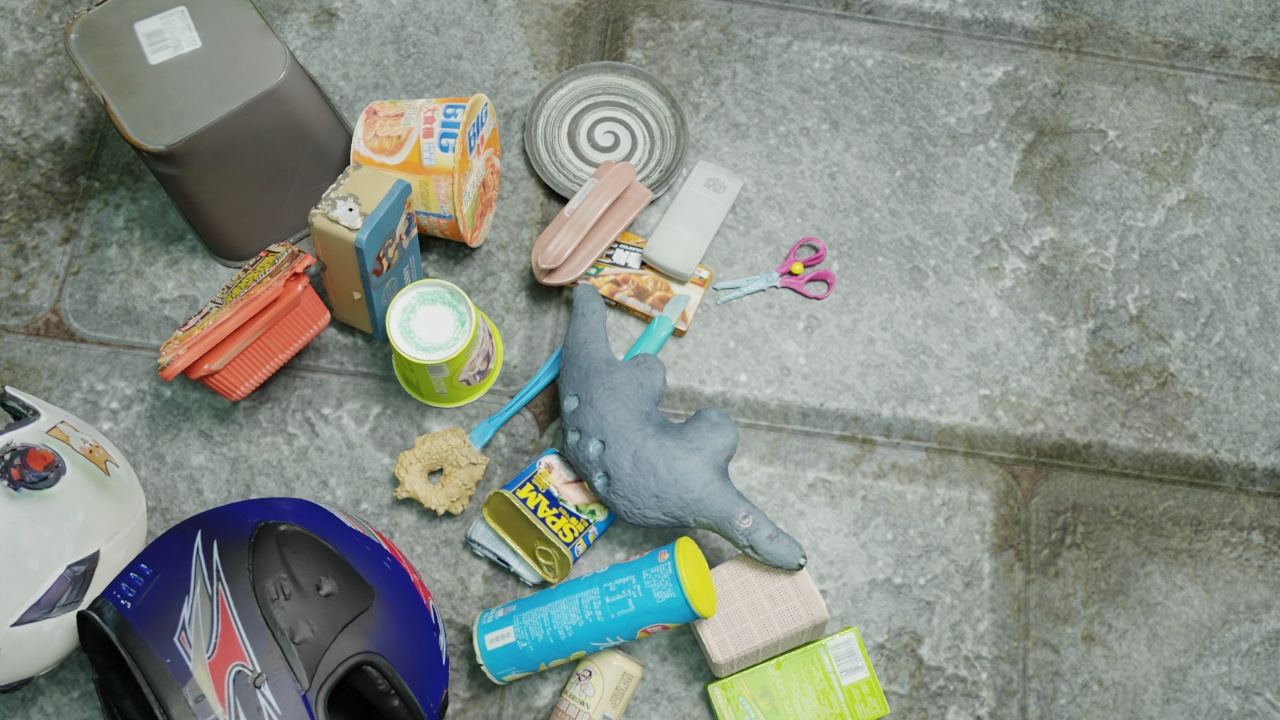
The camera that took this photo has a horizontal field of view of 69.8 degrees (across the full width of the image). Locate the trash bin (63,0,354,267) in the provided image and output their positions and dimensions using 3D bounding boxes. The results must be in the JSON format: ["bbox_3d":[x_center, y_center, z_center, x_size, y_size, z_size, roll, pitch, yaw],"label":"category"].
[{"bbox_3d":[-0.396,-0.237,0.871,0.199,0.220,0.198,-35,80,-11],"label":"trash bin"}]

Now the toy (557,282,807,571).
[{"bbox_3d":[0.005,0.075,0.853,0.137,0.091,0.356,-35,66,-17],"label":"toy"}]

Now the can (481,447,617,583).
[{"bbox_3d":[-0.083,0.142,0.862,0.102,0.057,0.083,43,45,6],"label":"can"}]

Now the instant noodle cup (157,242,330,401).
[{"bbox_3d":[-0.364,-0.034,0.860,0.164,0.189,0.079,-43,114,-12],"label":"instant noodle cup"}]

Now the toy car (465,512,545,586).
[{"bbox_3d":[-0.123,0.180,0.878,0.090,0.034,0.042,31,72,3],"label":"toy car"}]

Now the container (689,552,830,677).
[{"bbox_3d":[0.102,0.229,0.846,0.111,0.090,0.090,-24,61,-7],"label":"container"}]

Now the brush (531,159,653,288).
[{"bbox_3d":[-0.055,-0.134,0.916,0.063,0.073,0.145,39,76,6],"label":"brush"}]

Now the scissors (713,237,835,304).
[{"bbox_3d":[0.143,-0.078,0.976,0.137,0.017,0.073,-23,88,-5],"label":"scissors"}]

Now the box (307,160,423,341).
[{"bbox_3d":[-0.256,-0.096,0.871,0.061,0.185,0.089,22,60,7],"label":"box"}]

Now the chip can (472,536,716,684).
[{"bbox_3d":[-0.042,0.223,0.811,0.210,0.071,0.071,-23,77,17],"label":"chip can"}]

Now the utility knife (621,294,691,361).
[{"bbox_3d":[-0.006,0.005,0.929,0.029,0.013,0.182,36,87,7],"label":"utility knife"}]

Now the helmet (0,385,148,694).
[{"bbox_3d":[-0.503,0.163,0.758,0.156,0.274,0.230,28,103,-31],"label":"helmet"}]

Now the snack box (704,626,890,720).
[{"bbox_3d":[0.147,0.319,0.865,0.156,0.026,0.085,-19,78,-9],"label":"snack box"}]

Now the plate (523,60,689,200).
[{"bbox_3d":[-0.036,-0.242,1.000,0.179,0.024,0.179,1,74,-3],"label":"plate"}]

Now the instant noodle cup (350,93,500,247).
[{"bbox_3d":[-0.213,-0.192,0.916,0.111,0.151,0.151,6,75,6],"label":"instant noodle cup"}]

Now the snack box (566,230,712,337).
[{"bbox_3d":[-0.008,-0.090,0.960,0.154,0.026,0.075,24,74,2],"label":"snack box"}]

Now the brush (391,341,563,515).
[{"bbox_3d":[-0.138,0.055,0.910,0.083,0.046,0.254,42,72,11],"label":"brush"}]

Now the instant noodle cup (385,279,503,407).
[{"bbox_3d":[-0.192,-0.022,0.878,0.111,0.123,0.111,1,75,-4],"label":"instant noodle cup"}]

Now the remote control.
[{"bbox_3d":[0.056,-0.149,0.967,0.058,0.021,0.149,28,61,5],"label":"remote control"}]

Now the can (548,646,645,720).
[{"bbox_3d":[-0.046,0.316,0.834,0.058,0.058,0.116,28,75,3],"label":"can"}]

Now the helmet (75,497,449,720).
[{"bbox_3d":[-0.272,0.256,0.734,0.239,0.248,0.315,-23,63,-41],"label":"helmet"}]
